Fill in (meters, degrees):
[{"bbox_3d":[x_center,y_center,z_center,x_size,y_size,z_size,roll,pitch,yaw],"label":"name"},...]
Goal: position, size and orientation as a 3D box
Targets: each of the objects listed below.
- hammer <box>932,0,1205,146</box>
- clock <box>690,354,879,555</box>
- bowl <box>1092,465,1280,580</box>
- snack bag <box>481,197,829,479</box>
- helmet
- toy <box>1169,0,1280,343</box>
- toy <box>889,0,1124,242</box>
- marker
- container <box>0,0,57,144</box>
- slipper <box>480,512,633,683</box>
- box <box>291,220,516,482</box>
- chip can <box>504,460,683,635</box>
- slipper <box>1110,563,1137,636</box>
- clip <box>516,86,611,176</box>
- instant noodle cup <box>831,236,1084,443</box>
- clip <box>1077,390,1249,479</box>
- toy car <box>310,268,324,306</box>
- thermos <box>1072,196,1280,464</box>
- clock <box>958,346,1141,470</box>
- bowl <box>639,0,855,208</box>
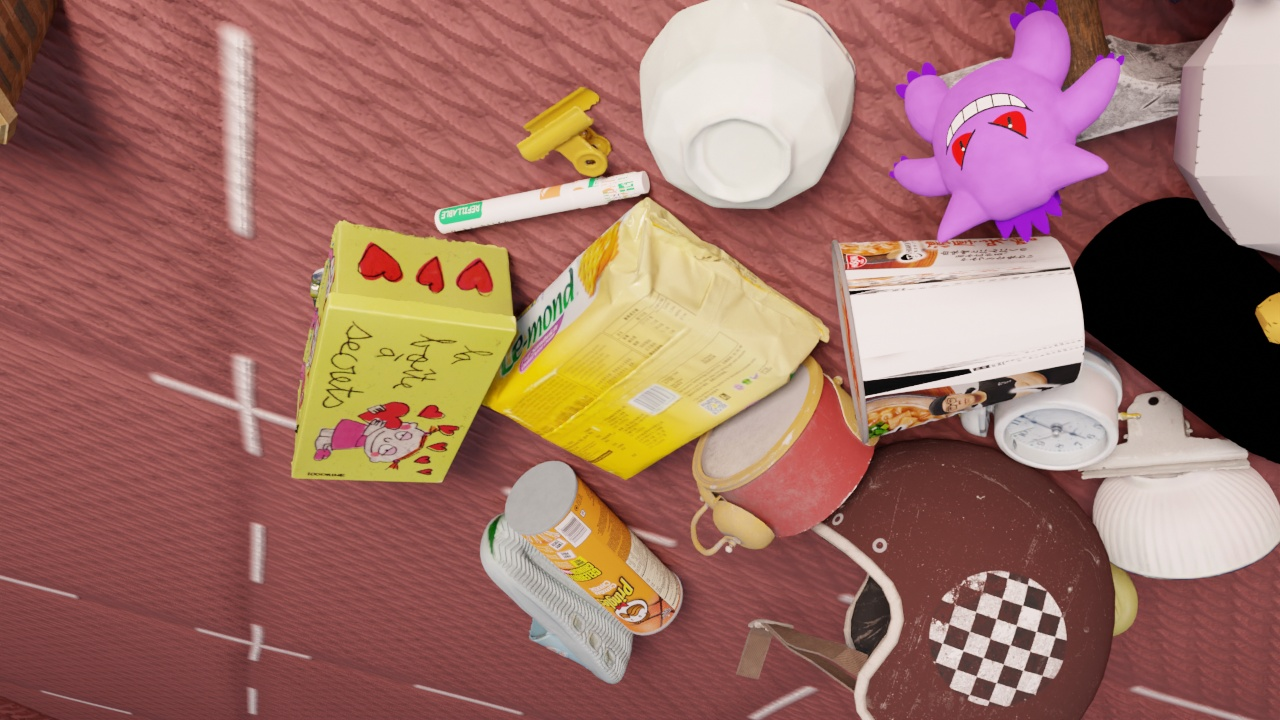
[{"bbox_3d":[0.189,-0.216,0.347,0.218,0.037,0.300,-12,136,27],"label":"hammer"},{"bbox_3d":[0.096,0.077,0.649,0.081,0.117,0.159,41,97,-17],"label":"clock"},{"bbox_3d":[0.377,0.094,0.645,0.118,0.117,0.062,-15,106,30],"label":"bowl"},{"bbox_3d":[-0.004,0.004,0.650,0.159,0.068,0.248,28,140,-22],"label":"snack bag"},{"bbox_3d":[0.213,0.184,0.681,0.234,0.253,0.233,18,180,11],"label":"helmet"},{"bbox_3d":[0.256,-0.123,0.314,0.247,0.140,0.267,-21,106,6],"label":"toy"},{"bbox_3d":[0.160,-0.096,0.403,0.106,0.087,0.056,-24,135,37],"label":"toy"},{"bbox_3d":[-0.064,-0.099,0.576,0.146,0.017,0.017,-7,139,22],"label":"marker"},{"bbox_3d":[-0.398,-0.200,0.396,0.157,0.185,0.250,8,142,5],"label":"container"},{"bbox_3d":[-0.087,0.245,0.957,0.074,0.103,0.245,-17,128,34],"label":"slipper"},{"bbox_3d":[-0.177,0.005,0.659,0.124,0.081,0.222,7,146,-25],"label":"box"},{"bbox_3d":[-0.039,0.186,0.885,0.075,0.075,0.215,-12,137,27],"label":"chip can"},{"bbox_3d":[0.359,0.206,0.816,0.081,0.091,0.191,-16,168,-33],"label":"slipper"},{"bbox_3d":[-0.038,-0.130,0.531,0.054,0.044,0.049,-24,166,36],"label":"clip"},{"bbox_3d":[0.183,-0.020,0.541,0.122,0.123,0.124,-9,139,10],"label":"instant noodle cup"},{"bbox_3d":[0.351,0.048,0.624,0.102,0.056,0.046,-11,142,37],"label":"clip"},{"bbox_3d":[-0.221,-0.039,0.684,0.038,0.027,0.090,6,146,-9],"label":"toy car"},{"bbox_3d":[0.348,-0.005,0.532,0.198,0.086,0.086,30,139,-22],"label":"thermos"},{"bbox_3d":[0.266,0.027,0.621,0.117,0.056,0.083,18,143,4],"label":"clock"},{"bbox_3d":[0.053,-0.123,0.480,0.117,0.061,0.118,7,141,5],"label":"bowl"}]
